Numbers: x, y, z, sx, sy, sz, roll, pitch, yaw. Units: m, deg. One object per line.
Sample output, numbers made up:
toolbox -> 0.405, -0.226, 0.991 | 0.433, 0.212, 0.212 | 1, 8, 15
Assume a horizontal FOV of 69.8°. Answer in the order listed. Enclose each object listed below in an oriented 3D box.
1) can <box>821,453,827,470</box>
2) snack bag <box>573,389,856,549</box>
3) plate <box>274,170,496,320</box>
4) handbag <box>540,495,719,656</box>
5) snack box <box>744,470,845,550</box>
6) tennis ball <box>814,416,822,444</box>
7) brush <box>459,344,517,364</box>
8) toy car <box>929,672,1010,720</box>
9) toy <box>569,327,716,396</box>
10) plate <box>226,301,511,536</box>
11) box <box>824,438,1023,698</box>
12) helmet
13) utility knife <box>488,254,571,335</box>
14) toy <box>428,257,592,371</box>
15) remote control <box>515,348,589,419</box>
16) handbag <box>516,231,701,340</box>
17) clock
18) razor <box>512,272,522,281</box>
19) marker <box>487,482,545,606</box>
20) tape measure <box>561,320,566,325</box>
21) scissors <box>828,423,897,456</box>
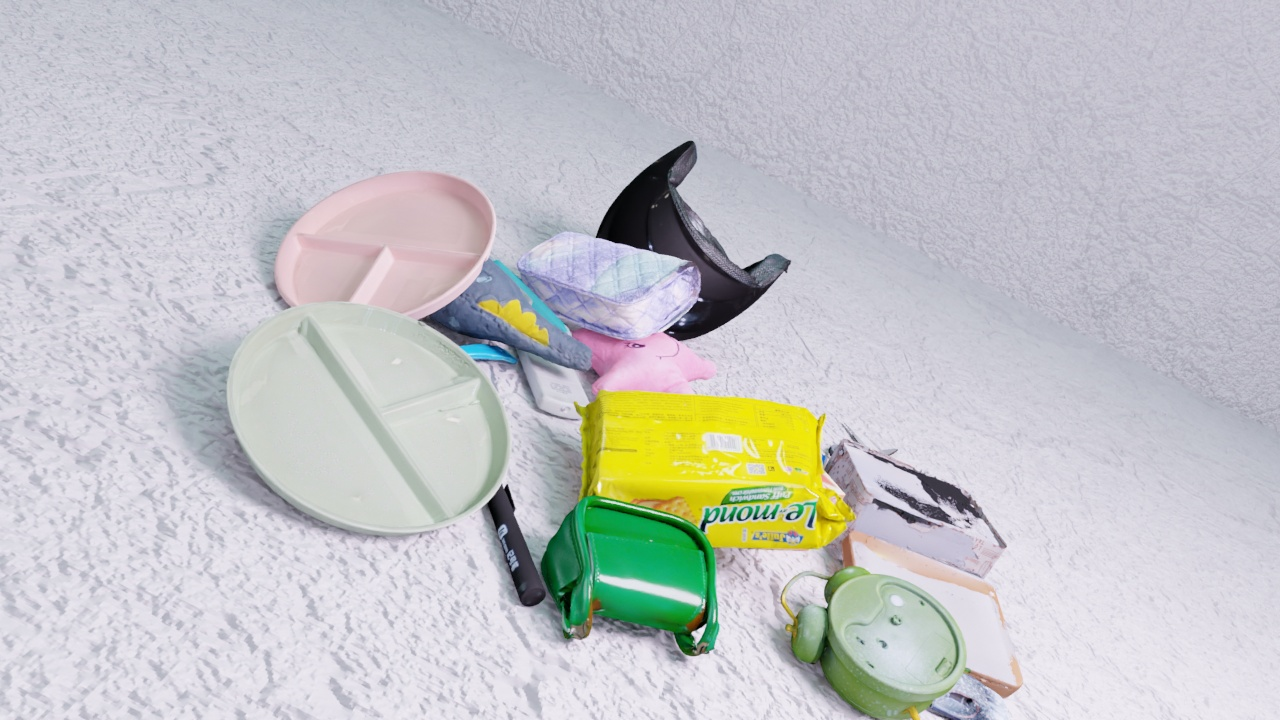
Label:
can -> 0.140, 0.100, 1.041 | 0.134, 0.053, 0.053 | 28, 23, 3
snack bag -> 0.059, 0.093, 0.831 | 0.246, 0.068, 0.157 | 3, 36, -3
plate -> -0.258, -0.114, 0.941 | 0.229, 0.028, 0.229 | -5, 49, 6
handbag -> -0.008, 0.172, 0.717 | 0.131, 0.068, 0.120 | 19, 31, -21
snack box -> 0.133, 0.132, 0.931 | 0.094, 0.077, 0.092 | 10, 28, -35
tennis ball -> 0.185, 0.090, 1.096 | 0.065, 0.066, 0.065 | 23, 23, -10
brush -> -0.205, -0.003, 0.903 | 0.083, 0.046, 0.254 | 36, 19, 24
toy car -> 0.276, 0.292, 0.805 | 0.105, 0.031, 0.048 | 26, 22, -1
toy -> -0.006, 0.006, 1.057 | 0.178, 0.075, 0.194 | 22, 23, 8
plate -> -0.213, 0.044, 0.738 | 0.230, 0.028, 0.229 | 22, 39, -19
box -> 0.287, 0.203, 0.942 | 0.178, 0.088, 0.261 | 23, 22, -10
helmet -> 0.050, -0.145, 1.251 | 0.233, 0.230, 0.274 | 51, 6, -8
utility knife -> -0.144, -0.079, 1.064 | 0.193, 0.029, 0.013 | 44, -15, 18
toy -> -0.202, -0.089, 1.017 | 0.356, 0.091, 0.137 | 37, 14, 34
remote control -> -0.099, 0.015, 1.004 | 0.058, 0.021, 0.150 | 15, 25, -27
handbag -> -0.042, -0.091, 1.087 | 0.194, 0.076, 0.133 | 20, 42, 32
clock -> 0.193, 0.233, 0.776 | 0.161, 0.056, 0.115 | 34, 40, 25
razor -> -0.162, -0.084, 1.134 | 0.042, 0.022, 0.142 | 37, 11, -16
marker -> -0.101, 0.142, 0.730 | 0.022, 0.020, 0.132 | 6, 29, -27
tape measure -> -0.121, -0.052, 1.121 | 0.058, 0.025, 0.054 | 12, 26, -30
scissors -> 0.312, 0.130, 1.218 | 0.159, 0.014, 0.176 | 41, 25, 29
